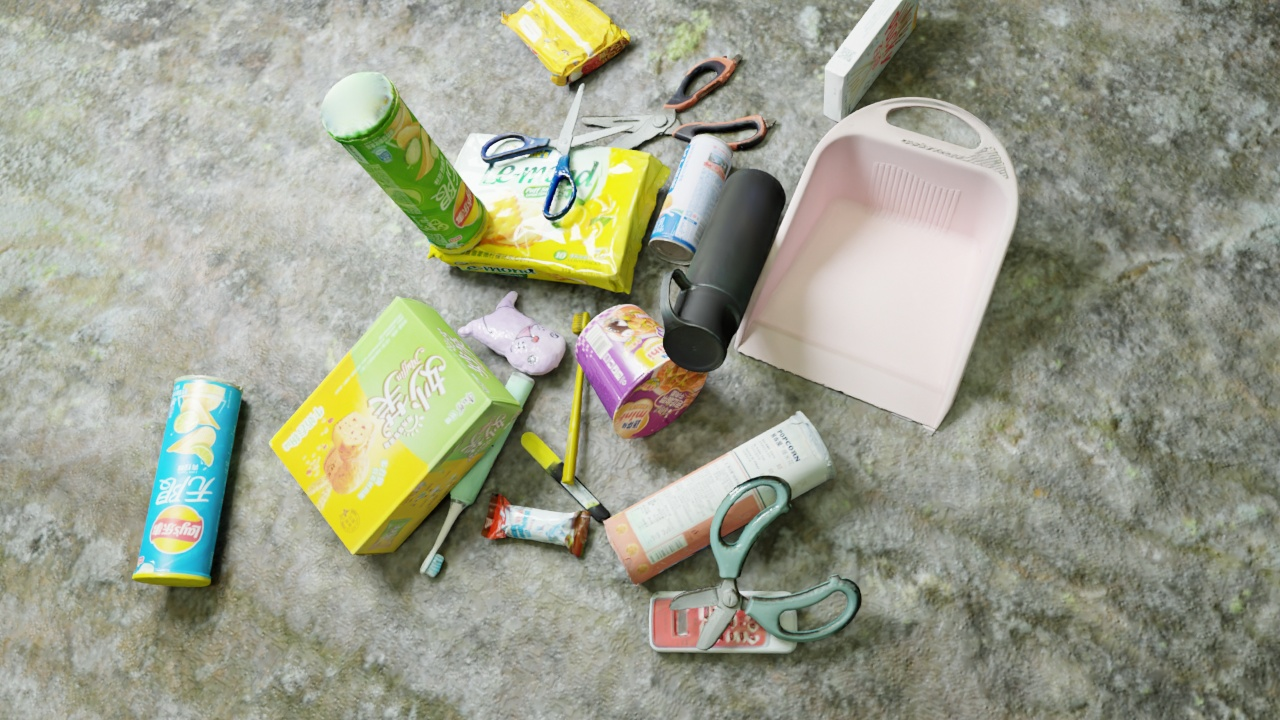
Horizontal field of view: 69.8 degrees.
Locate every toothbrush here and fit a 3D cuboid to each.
[{"bbox_3d":[-0.068,0.035,0.942,0.017,0.016,0.189,-3,65,14],"label":"toothbrush"},{"bbox_3d":[-0.167,0.113,0.931,0.027,0.026,0.224,30,75,-14],"label":"toothbrush"}]

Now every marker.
[{"bbox_3d":[-0.076,0.117,0.921,0.018,0.015,0.124,-43,72,-14],"label":"marker"}]

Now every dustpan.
[{"bbox_3d":[0.232,-0.104,0.884,0.223,0.139,0.273,20,73,15],"label":"dustpan"}]

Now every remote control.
[{"bbox_3d":[0.076,0.241,0.845,0.136,0.020,0.055,-2,68,9],"label":"remote control"}]

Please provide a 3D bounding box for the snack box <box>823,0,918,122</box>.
[{"bbox_3d":[0.252,-0.343,0.999,0.027,0.085,0.156,34,78,21],"label":"snack box"}]

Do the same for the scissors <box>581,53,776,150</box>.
[{"bbox_3d":[0.044,-0.277,1.049,0.189,0.015,0.226,39,81,20],"label":"scissors"}]

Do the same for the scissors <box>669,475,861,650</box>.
[{"bbox_3d":[0.121,0.198,0.817,0.181,0.019,0.170,27,90,1],"label":"scissors"}]

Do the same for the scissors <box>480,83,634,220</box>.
[{"bbox_3d":[-0.092,-0.226,0.980,0.162,0.012,0.172,8,70,15],"label":"scissors"}]

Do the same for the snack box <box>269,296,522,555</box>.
[{"bbox_3d":[-0.245,0.066,0.912,0.210,0.070,0.157,-47,70,7],"label":"snack box"}]

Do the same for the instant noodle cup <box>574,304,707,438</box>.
[{"bbox_3d":[-0.005,0.005,0.907,0.111,0.111,0.099,-37,58,-5],"label":"instant noodle cup"}]

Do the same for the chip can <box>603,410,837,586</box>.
[{"bbox_3d":[0.073,0.130,0.859,0.214,0.071,0.071,-29,68,-2],"label":"chip can"}]

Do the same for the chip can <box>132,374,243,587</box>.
[{"bbox_3d":[-0.468,0.125,0.954,0.071,0.071,0.210,-3,69,9],"label":"chip can"}]

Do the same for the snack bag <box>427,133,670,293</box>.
[{"bbox_3d":[-0.103,-0.158,0.999,0.247,0.068,0.157,10,71,14],"label":"snack bag"}]

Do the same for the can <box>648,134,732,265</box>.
[{"bbox_3d":[0.056,-0.173,0.986,0.053,0.053,0.134,17,73,15],"label":"can"}]

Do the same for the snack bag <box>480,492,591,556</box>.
[{"bbox_3d":[-0.102,0.161,0.902,0.104,0.026,0.048,10,84,14],"label":"snack bag"}]

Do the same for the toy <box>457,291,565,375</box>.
[{"bbox_3d":[-0.126,-0.024,0.970,0.108,0.039,0.083,32,57,21],"label":"toy"}]

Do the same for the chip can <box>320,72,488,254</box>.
[{"bbox_3d":[-0.219,-0.183,0.877,0.073,0.221,0.072,-5,68,13],"label":"chip can"}]

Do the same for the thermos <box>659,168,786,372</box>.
[{"bbox_3d":[0.079,-0.101,0.887,0.069,0.090,0.241,-16,34,35],"label":"thermos"}]

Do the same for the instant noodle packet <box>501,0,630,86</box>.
[{"bbox_3d":[-0.092,-0.396,1.101,0.110,0.044,0.128,-36,71,-12],"label":"instant noodle packet"}]
